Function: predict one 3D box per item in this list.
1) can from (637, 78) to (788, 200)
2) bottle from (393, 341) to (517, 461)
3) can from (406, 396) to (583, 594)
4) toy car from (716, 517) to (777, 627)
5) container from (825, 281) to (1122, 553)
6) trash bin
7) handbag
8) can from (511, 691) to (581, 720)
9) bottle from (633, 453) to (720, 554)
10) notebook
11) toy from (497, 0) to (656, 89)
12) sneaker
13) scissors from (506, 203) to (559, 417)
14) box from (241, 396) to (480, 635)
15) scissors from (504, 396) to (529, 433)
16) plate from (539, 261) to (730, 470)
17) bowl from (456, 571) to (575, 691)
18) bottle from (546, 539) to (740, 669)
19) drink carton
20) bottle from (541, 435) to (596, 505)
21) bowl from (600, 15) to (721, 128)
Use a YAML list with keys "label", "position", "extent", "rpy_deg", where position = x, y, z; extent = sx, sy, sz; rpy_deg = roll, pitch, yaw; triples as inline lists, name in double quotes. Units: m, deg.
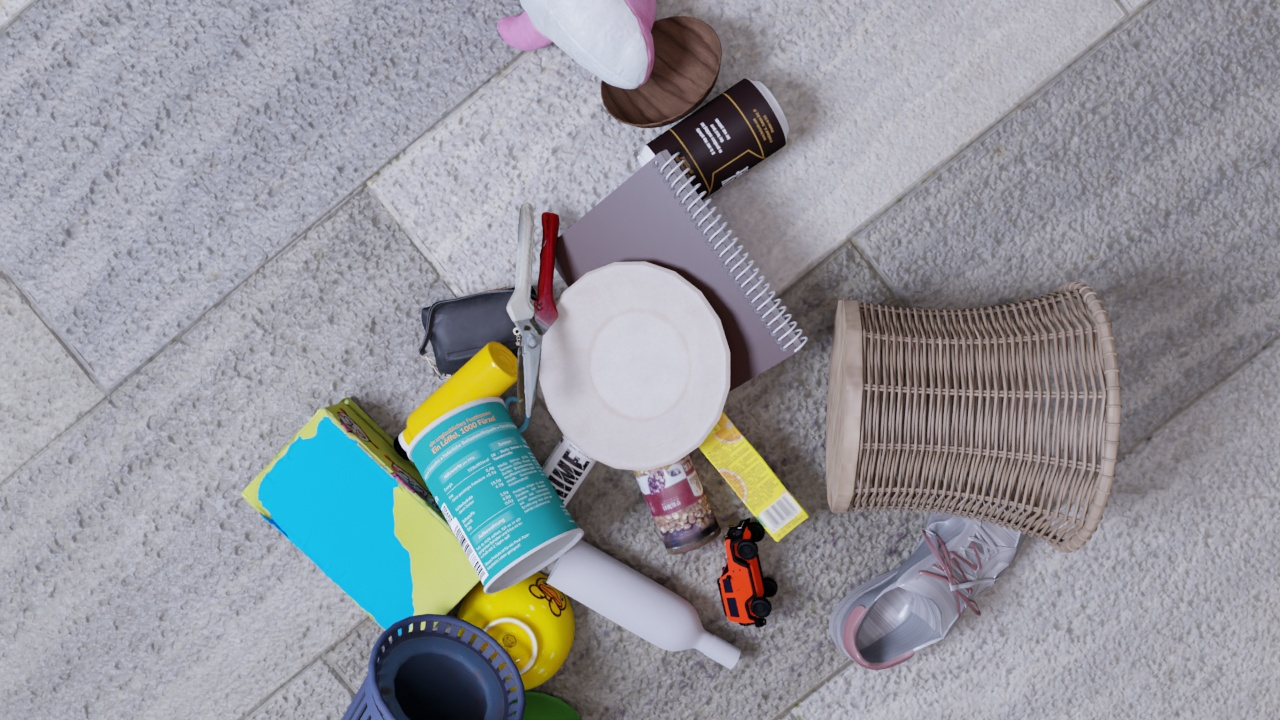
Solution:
- label: "can"
  position: [0.067, -0.197, 0.846]
  extent: [0.128, 0.072, 0.072]
  rpy_deg: [-33, 93, 3]
- label: "bottle"
  position: [-0.175, 0.042, 0.858]
  extent: [0.144, 0.043, 0.043]
  rpy_deg: [-40, 92, 20]
- label: "can"
  position: [-0.131, 0.120, 0.823]
  extent: [0.099, 0.099, 0.144]
  rpy_deg: [-35, 74, 3]
- label: "toy car"
  position: [0.099, 0.204, 0.879]
  extent: [0.049, 0.051, 0.100]
  rpy_deg: [-10, 100, 19]
- label: "container"
  position: [0.268, 0.044, 0.792]
  extent: [0.196, 0.226, 0.227]
  rpy_deg: [3, 94, 7]
- label: "trash bin"
  position: [-0.220, 0.363, 0.822]
  extent: [0.139, 0.139, 0.250]
  rpy_deg: [32, 115, -1]
- label: "handbag"
  position: [-0.148, -0.026, 0.870]
  extent: [0.128, 0.054, 0.079]
  rpy_deg: [-12, 97, -1]
- label: "can"
  position: [-0.114, 0.402, 0.880]
  extent: [0.083, 0.083, 0.144]
  rpy_deg: [18, 94, 0]
- label: "bottle"
  position: [0.031, 0.125, 0.875]
  extent: [0.056, 0.056, 0.105]
  rpy_deg: [-23, 92, 2]
- label: "notebook"
  position: [0.028, -0.061, 0.839]
  extent: [0.172, 0.022, 0.209]
  rpy_deg: [-33, 93, 35]
- label: "toy"
  position: [-0.068, -0.364, 0.817]
  extent: [0.265, 0.187, 0.127]
  rpy_deg: [48, 55, -11]
- label: "sneaker"
  position: [0.282, 0.208, 0.859]
  extent: [0.236, 0.089, 0.099]
  rpy_deg: [-44, 92, 3]
- label: "scissors"
  position: [-0.093, -0.047, 0.835]
  extent: [0.139, 0.015, 0.189]
  rpy_deg: [-27, 96, -36]
- label: "box"
  position: [-0.251, 0.153, 0.873]
  extent: [0.221, 0.079, 0.124]
  rpy_deg: [43, 94, 0]
- label: "scissors"
  position: [-0.139, 0.090, 0.900]
  extent: [0.118, 0.015, 0.139]
  rpy_deg: [-35, 99, 4]
- label: "plate"
  position: [-0.005, 0.004, 0.838]
  extent: [0.189, 0.027, 0.189]
  rpy_deg: [2, 95, 23]
- label: "bowl"
  position: [-0.123, 0.264, 0.880]
  extent: [0.117, 0.067, 0.117]
  rpy_deg: [0, 94, 0]
- label: "bottle"
  position: [0.007, 0.239, 0.884]
  extent: [0.195, 0.052, 0.052]
  rpy_deg: [30, 93, -1]
- label: "drink carton"
  position: [0.098, 0.104, 0.871]
  extent: [0.043, 0.058, 0.134]
  rpy_deg: [-39, 91, 3]
- label: "bottle"
  position: [-0.084, 0.121, 0.884]
  extent: [0.041, 0.041, 0.116]
  rpy_deg: [34, 93, -1]
- label: "bowl"
  position: [0.023, -0.258, 0.846]
  extent: [0.119, 0.032, 0.119]
  rpy_deg: [-10, 64, 22]
